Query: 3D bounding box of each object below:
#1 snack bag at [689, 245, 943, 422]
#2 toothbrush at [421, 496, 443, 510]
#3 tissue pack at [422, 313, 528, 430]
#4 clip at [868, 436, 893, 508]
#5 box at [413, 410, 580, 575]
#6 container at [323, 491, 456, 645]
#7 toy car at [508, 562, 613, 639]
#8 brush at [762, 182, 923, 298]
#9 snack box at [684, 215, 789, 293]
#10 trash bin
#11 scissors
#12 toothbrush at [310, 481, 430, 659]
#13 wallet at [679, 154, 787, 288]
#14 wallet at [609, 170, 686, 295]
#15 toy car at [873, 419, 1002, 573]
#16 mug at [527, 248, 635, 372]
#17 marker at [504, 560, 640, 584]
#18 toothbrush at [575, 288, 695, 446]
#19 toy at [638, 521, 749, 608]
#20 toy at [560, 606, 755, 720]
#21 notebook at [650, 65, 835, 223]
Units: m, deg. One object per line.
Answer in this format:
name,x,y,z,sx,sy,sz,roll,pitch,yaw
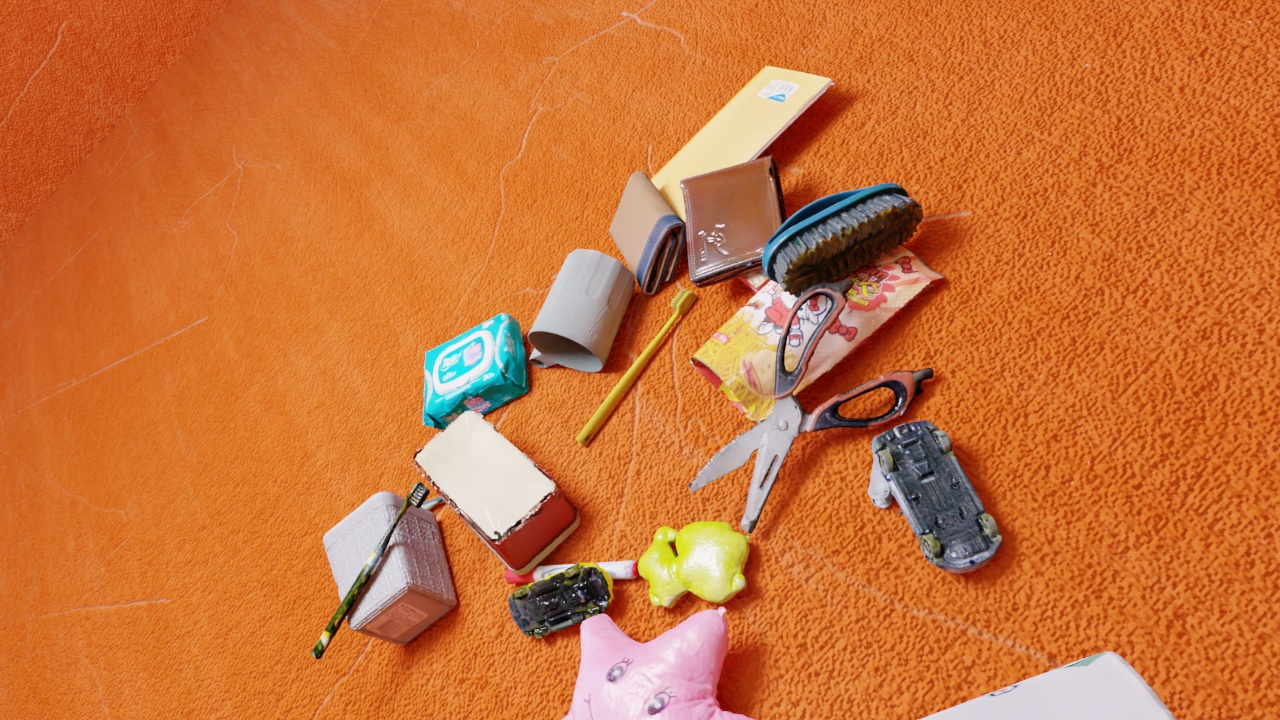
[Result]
snack bag,0.149,-0.039,0.815,0.207,0.073,0.128,-41,44,-4
toothbrush,-0.240,0.165,0.987,0.192,0.016,0.018,-25,60,20
tissue pack,-0.188,0.014,1.025,0.134,0.050,0.093,-27,49,19
clip,0.193,0.087,0.721,0.025,0.036,0.057,-1,56,33
box,-0.143,0.118,0.888,0.091,0.078,0.168,-41,45,-17
container,-0.246,0.209,0.911,0.090,0.090,0.114,-39,49,9
toy car,-0.070,0.210,0.813,0.105,0.032,0.048,-27,89,25
brush,0.168,-0.112,0.795,0.144,0.055,0.073,-27,45,-6
snack box,0.104,-0.127,0.924,0.075,0.025,0.153,-44,45,2
trash bin,0.177,0.288,0.465,0.252,0.229,0.229,-29,48,9
scissors,0.134,0.036,0.755,0.226,0.015,0.189,-13,84,7
toothbrush,-0.252,0.197,0.858,0.017,0.012,0.185,27,81,27
wallet,0.090,-0.137,0.889,0.101,0.032,0.124,-15,61,22
wallet,0.006,-0.137,0.978,0.115,0.033,0.090,59,138,44
toy car,0.217,0.100,0.677,0.054,0.037,0.120,-19,57,-4
mug,-0.069,-0.049,0.969,0.124,0.083,0.103,-16,47,59
marker,-0.063,0.193,0.836,0.145,0.017,0.017,-10,56,31
toothbrush,-0.005,0.005,0.922,0.190,0.015,0.017,-54,41,-6
toy,0.045,0.167,0.765,0.100,0.031,0.096,-38,44,10
toy,0.008,0.259,0.700,0.195,0.074,0.178,29,80,45
notebook,0.096,-0.237,0.990,0.206,0.010,0.146,-45,30,1
